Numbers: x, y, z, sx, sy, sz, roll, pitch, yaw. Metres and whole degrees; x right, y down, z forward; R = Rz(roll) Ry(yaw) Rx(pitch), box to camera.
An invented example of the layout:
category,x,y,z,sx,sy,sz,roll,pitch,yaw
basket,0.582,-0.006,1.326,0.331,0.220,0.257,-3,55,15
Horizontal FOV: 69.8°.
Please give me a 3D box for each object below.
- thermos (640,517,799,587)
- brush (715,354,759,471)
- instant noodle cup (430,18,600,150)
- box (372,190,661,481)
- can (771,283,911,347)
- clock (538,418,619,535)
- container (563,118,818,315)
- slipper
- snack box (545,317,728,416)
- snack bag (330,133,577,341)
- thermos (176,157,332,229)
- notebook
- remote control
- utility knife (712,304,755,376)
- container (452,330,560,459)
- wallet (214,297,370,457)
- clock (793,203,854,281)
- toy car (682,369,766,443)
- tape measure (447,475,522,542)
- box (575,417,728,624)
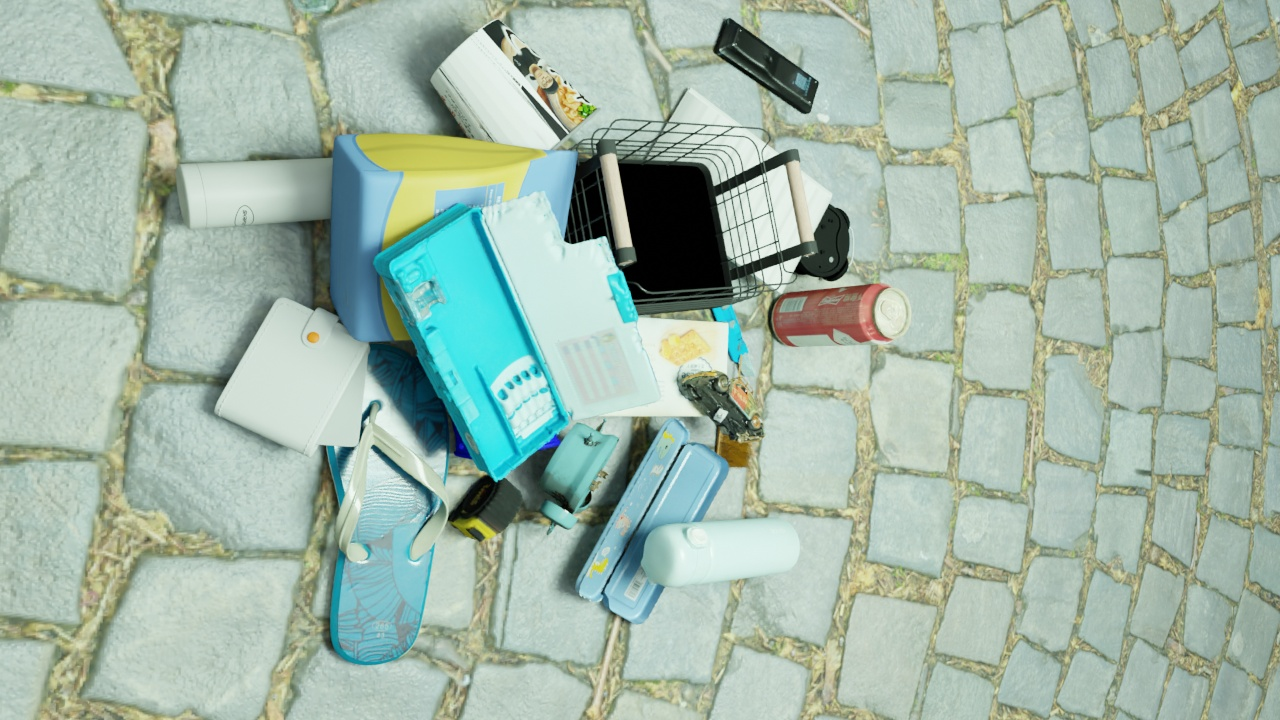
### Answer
category,x,y,z,sx,sy,sz,roll,pitch,yaw
thermos,0.089,0.206,0.995,0.206,0.078,0.065,7,48,-45
brush,0.113,0.062,1.058,0.048,0.017,0.126,4,92,-32
instant noodle cup,-0.123,-0.242,0.862,0.122,0.124,0.123,48,67,-13
box,-0.096,-0.027,0.765,0.181,0.071,0.227,-26,125,-10
can,0.223,-0.050,1.040,0.067,0.170,0.067,0,89,-32
clock,-0.066,0.118,0.909,0.053,0.090,0.124,31,105,5
container,0.037,-0.137,0.897,0.240,0.131,0.162,-7,85,-36
slipper,-0.225,0.132,0.831,0.118,0.060,0.295,3,89,-35
snack box,-0.006,0.006,0.965,0.207,0.058,0.104,2,91,-32
snack bag,-0.157,-0.110,0.799,0.204,0.102,0.159,-8,126,-31
thermos,-0.276,-0.149,0.798,0.223,0.052,0.052,-11,96,-31
notebook,0.106,-0.190,1.032,0.209,0.009,0.142,33,74,-14
remote control,0.154,-0.346,1.081,0.150,0.022,0.047,23,78,-30
utility knife,0.098,-0.057,1.055,0.031,0.015,0.175,-29,107,-23
container,-0.135,0.029,0.870,0.085,0.085,0.113,-10,95,-33
wallet,-0.281,0.018,0.787,0.115,0.037,0.118,27,76,-8
clock,0.215,-0.142,1.109,0.120,0.043,0.091,1,90,-32
toy car,0.093,0.040,0.967,0.112,0.047,0.047,48,45,-30
tape measure,-0.143,0.141,0.879,0.038,0.063,0.067,48,66,-24
box,0.011,0.170,0.983,0.127,0.034,0.209,41,74,-40
